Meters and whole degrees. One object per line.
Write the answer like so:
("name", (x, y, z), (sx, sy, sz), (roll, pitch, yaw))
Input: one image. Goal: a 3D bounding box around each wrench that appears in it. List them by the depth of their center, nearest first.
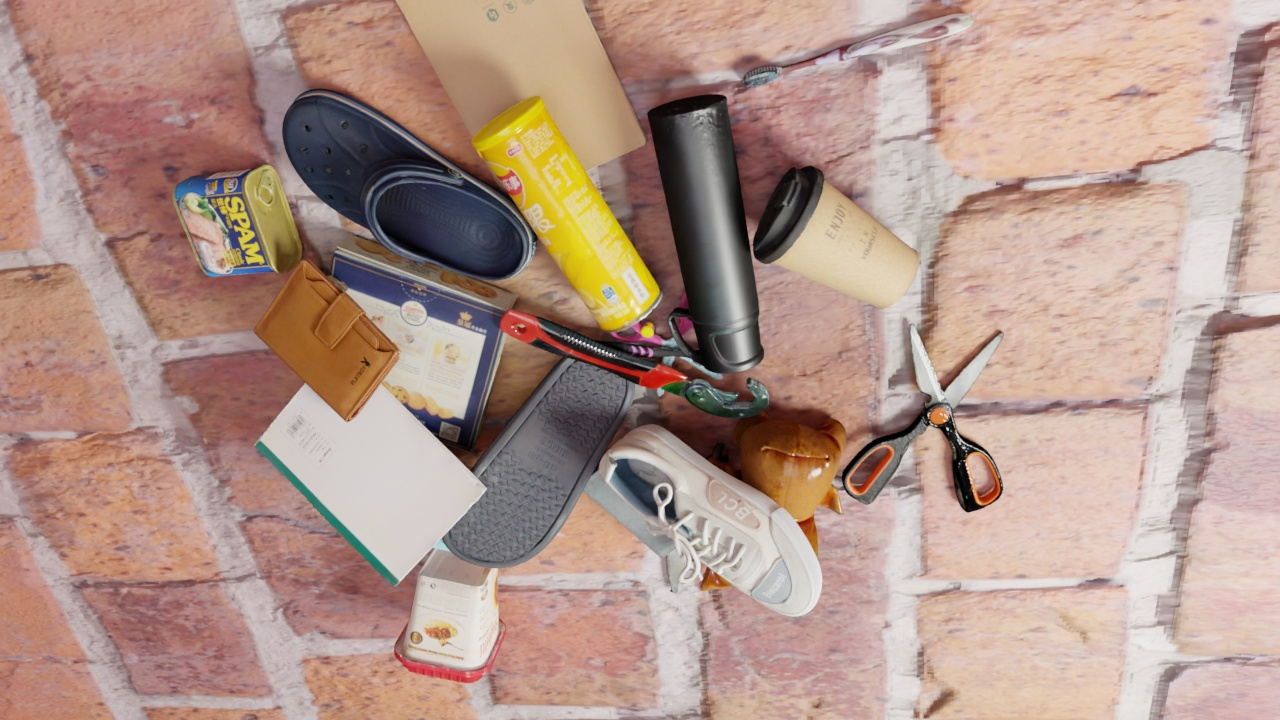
("wrench", (-0.005, 0.005, 0.893), (0.273, 0.016, 0.056), (18, 132, -8))

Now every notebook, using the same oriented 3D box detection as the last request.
("notebook", (-0.103, -0.254, 0.801), (0.148, 0.008, 0.208), (-20, 114, 19))
("notebook", (-0.275, 0.107, 0.925), (0.209, 0.012, 0.150), (44, 104, 3))

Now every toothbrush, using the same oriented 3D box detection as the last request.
("toothbrush", (0.176, -0.253, 0.753), (0.188, 0.017, 0.016), (-11, 117, 15))
("toothbrush", (-0.012, -0.010, 0.899), (0.189, 0.017, 0.014), (6, 112, 0))

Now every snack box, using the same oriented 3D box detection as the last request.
("snack box", (-0.233, -0.013, 0.935), (0.178, 0.045, 0.183), (20, 120, -2))

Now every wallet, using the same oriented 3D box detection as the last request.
("wallet", (-0.301, -0.019, 0.885), (0.132, 0.031, 0.108), (44, 114, 2))
("wallet", (0.013, 0.145, 0.972), (0.107, 0.036, 0.129), (-39, 108, 26))

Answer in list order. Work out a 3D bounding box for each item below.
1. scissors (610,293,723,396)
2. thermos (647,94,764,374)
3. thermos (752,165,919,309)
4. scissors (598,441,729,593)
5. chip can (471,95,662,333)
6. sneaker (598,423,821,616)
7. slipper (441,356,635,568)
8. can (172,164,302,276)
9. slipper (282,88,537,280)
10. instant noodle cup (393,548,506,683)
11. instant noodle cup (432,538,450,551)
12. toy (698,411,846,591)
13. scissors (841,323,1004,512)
("scissors", (0.033, -0.022, 0.908), (0.133, 0.017, 0.135), (33, 117, -15))
("thermos", (0.052, -0.106, 0.821), (0.090, 0.068, 0.243), (-1, 116, 22))
("thermos", (0.168, -0.104, 0.801), (0.143, 0.092, 0.093), (27, 120, -15))
("scissors", (0.035, 0.172, 1.014), (0.189, 0.015, 0.223), (12, 120, 2))
("chip can", (-0.061, -0.127, 0.822), (0.072, 0.071, 0.213), (-25, 117, 21))
("sneaker", (0.062, 0.154, 0.859), (0.242, 0.090, 0.090), (39, 118, 16))
("slipper", (-0.100, 0.099, 0.956), (0.110, 0.083, 0.268), (35, 96, -7))
("can", (-0.389, -0.132, 0.887), (0.083, 0.057, 0.102), (-3, 118, 13))
("slipper", (-0.216, -0.144, 0.831), (0.253, 0.095, 0.105), (30, 116, -7))
("instant noodle cup", (-0.217, 0.291, 1.073), (0.116, 0.116, 0.124), (10, 108, 3))
("instant noodle cup", (-0.220, 0.161, 1.003), (0.120, 0.111, 0.111), (22, 120, -13))
("toy", (0.135, 0.152, 0.933), (0.140, 0.130, 0.199), (9, 99, 6))
("scissors", (0.294, 0.070, 0.917), (0.221, 0.021, 0.232), (-39, 108, 20))
